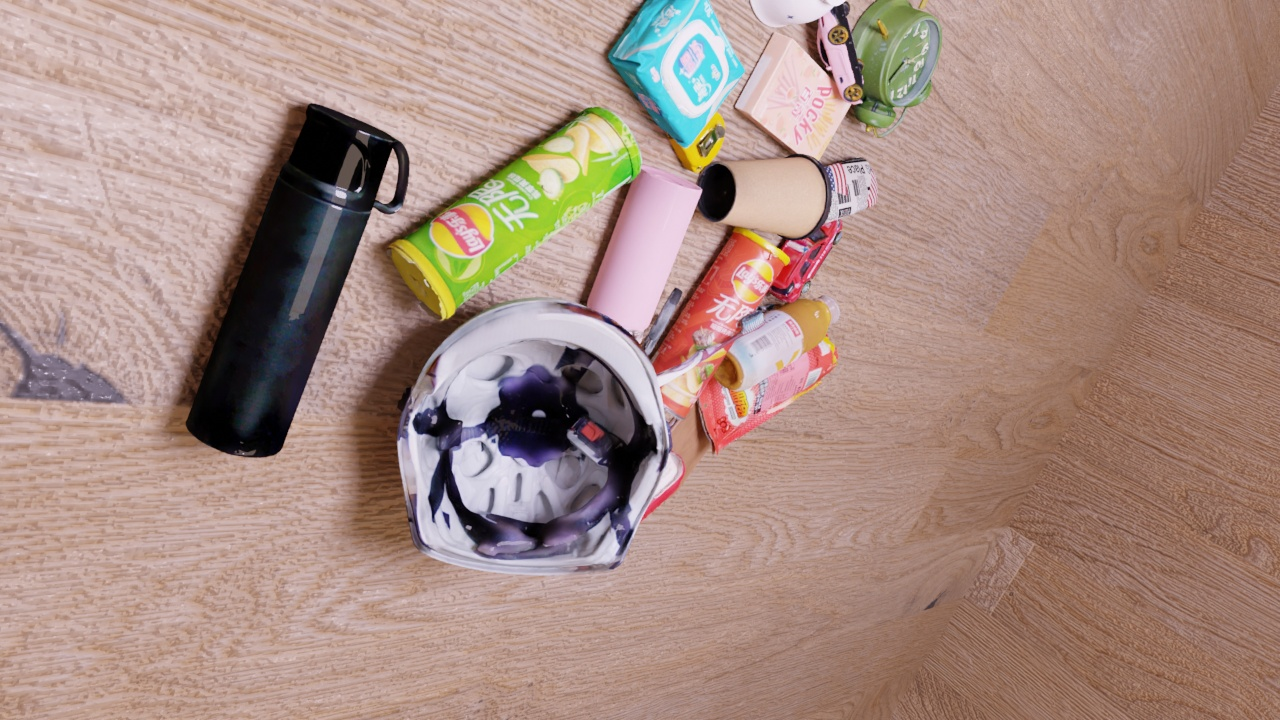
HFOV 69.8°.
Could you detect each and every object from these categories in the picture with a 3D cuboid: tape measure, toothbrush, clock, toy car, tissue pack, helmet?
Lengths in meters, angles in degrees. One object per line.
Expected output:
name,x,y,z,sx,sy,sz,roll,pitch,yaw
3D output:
tape measure,0.058,-0.215,0.887,0.057,0.029,0.060,-50,145,-8
toothbrush,0.059,-0.006,0.961,0.187,0.016,0.017,-29,123,-22
clock,0.285,-0.328,1.035,0.116,0.056,0.161,-36,141,-23
toy car,0.194,-0.128,1.095,0.120,0.053,0.045,-58,150,1
tissue pack,0.036,-0.259,0.807,0.093,0.050,0.133,-54,145,-3
toy car,0.207,-0.321,0.954,0.122,0.037,0.056,57,37,-44
helmet,-0.094,0.055,0.809,0.229,0.145,0.259,3,108,-10

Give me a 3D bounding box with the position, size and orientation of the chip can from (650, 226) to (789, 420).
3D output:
chip can,0.077,-0.041,1.016,0.216,0.073,0.073,-57,145,3

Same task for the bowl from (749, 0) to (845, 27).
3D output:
bowl,0.164,-0.364,0.857,0.118,0.065,0.118,-30,139,-31

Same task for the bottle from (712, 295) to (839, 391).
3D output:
bottle,0.166,-0.027,1.101,0.189,0.068,0.068,-28,137,-32

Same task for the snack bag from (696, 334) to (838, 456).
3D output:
snack bag,0.156,0.023,1.167,0.207,0.073,0.129,-27,122,-28

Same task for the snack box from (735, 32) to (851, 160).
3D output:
snack box,0.164,-0.271,0.967,0.157,0.026,0.084,16,105,-53

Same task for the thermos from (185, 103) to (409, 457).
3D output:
thermos,-0.234,-0.051,0.645,0.089,0.068,0.243,13,108,-48

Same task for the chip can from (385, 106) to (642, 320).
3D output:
chip can,-0.096,-0.124,0.745,0.220,0.072,0.073,-40,142,-20

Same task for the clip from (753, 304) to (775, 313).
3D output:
clip,0.152,-0.057,1.134,0.058,0.038,0.026,0,124,-47

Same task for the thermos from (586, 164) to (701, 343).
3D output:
thermos,-0.006,-0.081,0.877,0.067,0.087,0.199,19,107,-13

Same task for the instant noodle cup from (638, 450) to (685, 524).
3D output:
instant noodle cup,-0.030,0.097,0.978,0.116,0.116,0.124,-38,130,-23

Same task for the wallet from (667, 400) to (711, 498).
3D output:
wallet,0.051,0.109,1.155,0.115,0.020,0.101,-49,144,-14

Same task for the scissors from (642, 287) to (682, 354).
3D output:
scissors,0.000,-0.005,0.935,0.163,0.014,0.164,-60,177,16

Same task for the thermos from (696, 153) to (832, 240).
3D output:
thermos,0.131,-0.172,0.961,0.143,0.093,0.093,-6,123,-38

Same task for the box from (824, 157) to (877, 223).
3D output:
box,0.231,-0.199,1.071,0.052,0.068,0.163,-32,173,40
